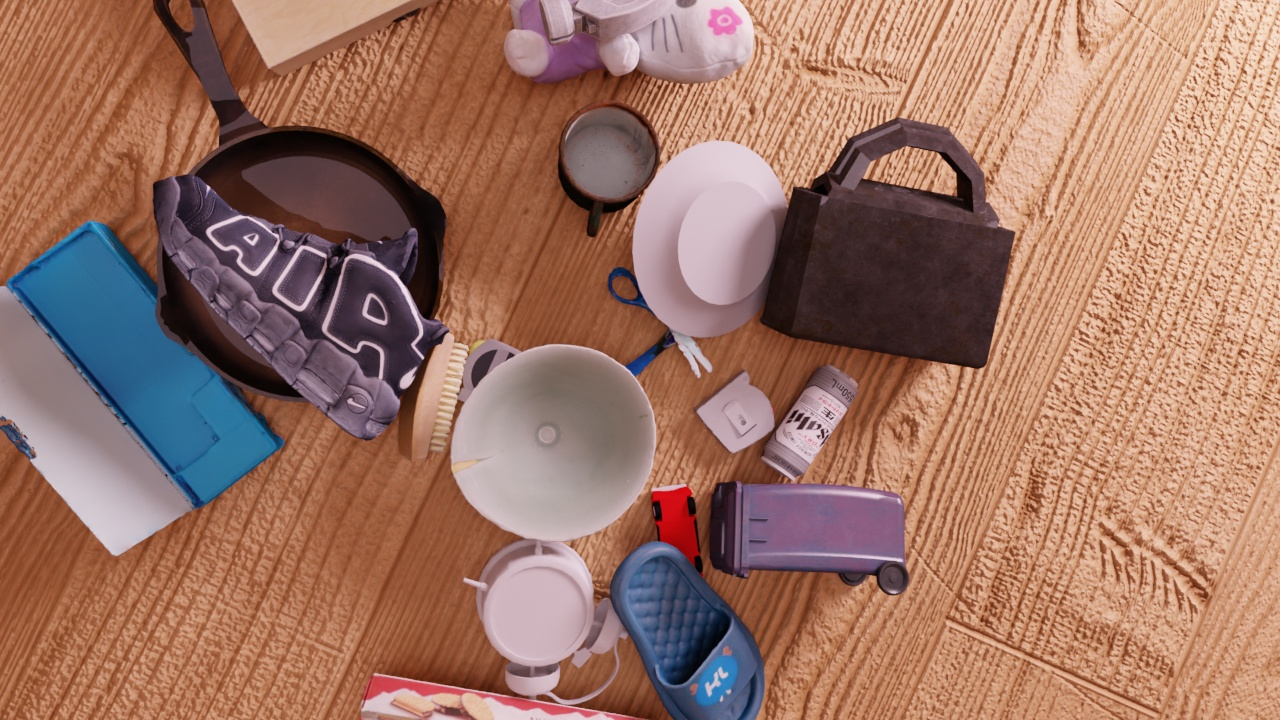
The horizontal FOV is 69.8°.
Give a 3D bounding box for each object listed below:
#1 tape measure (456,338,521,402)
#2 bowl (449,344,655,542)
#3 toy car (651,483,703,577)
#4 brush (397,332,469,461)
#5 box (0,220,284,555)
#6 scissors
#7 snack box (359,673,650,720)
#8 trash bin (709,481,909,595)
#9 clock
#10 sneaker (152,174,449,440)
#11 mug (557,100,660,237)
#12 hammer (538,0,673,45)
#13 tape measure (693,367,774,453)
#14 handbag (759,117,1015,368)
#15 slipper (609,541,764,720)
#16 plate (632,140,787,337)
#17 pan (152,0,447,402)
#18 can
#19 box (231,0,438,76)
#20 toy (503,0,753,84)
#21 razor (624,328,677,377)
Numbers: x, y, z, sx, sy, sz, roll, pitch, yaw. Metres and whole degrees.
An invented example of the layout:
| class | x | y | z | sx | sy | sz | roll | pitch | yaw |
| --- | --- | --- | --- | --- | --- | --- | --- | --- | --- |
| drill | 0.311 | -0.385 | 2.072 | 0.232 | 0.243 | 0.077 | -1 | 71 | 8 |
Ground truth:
| class | x | y | z | sx | sy | sz | roll | pitch | yaw |
| --- | --- | --- | --- | --- | --- | --- | --- | --- | --- |
| tape measure | -0.130 | 0.017 | 0.823 | 0.064 | 0.017 | 0.065 | 23 | 88 | -7 |
| bowl | -0.078 | 0.067 | 0.803 | 0.174 | 0.068 | 0.174 | -2 | 98 | -13 |
| toy car | 0.033 | 0.161 | 0.842 | 0.038 | 0.025 | 0.089 | -7 | 94 | -8 |
| brush | -0.182 | 0.030 | 0.803 | 0.039 | 0.049 | 0.117 | 16 | 88 | -30 |
| box | -0.440 | 0.024 | 0.760 | 0.166 | 0.075 | 0.243 | -41 | 96 | -34 |
| scissors | 0.022 | -0.037 | 0.833 | 0.073 | 0.016 | 0.134 | -26 | 84 | -8 |
| snack box | -0.106 | 0.330 | 0.802 | 0.273 | 0.044 | 0.077 | 11 | 125 | -6 |
| trash bin | 0.146 | 0.157 | 0.822 | 0.160 | 0.094 | 0.092 | 4 | 81 | -9 |
| clock | -0.081 | 0.231 | 0.816 | 0.120 | 0.061 | 0.159 | -33 | 99 | -6 |
| sneaker | -0.250 | -0.071 | 0.720 | 0.150 | 0.097 | 0.252 | -43 | 103 | -7 |
| mug | -0.033 | -0.160 | 0.799 | 0.085 | 0.081 | 0.111 | 12 | 89 | -7 |
| hammer | -0.056 | -0.408 | 0.768 | 0.126 | 0.036 | 0.315 | -16 | 73 | -7 |
| tape measure | 0.090 | 0.049 | 0.849 | 0.060 | 0.020 | 0.062 | -39 | 95 | -5 |
| handbag | 0.223 | -0.113 | 0.820 | 0.197 | 0.102 | 0.199 | 10 | 106 | -7 |
| slipper | 0.050 | 0.252 | 0.814 | 0.103 | 0.059 | 0.214 | -36 | 109 | -20 |
| plate | 0.072 | -0.104 | 0.804 | 0.172 | 0.019 | 0.173 | -9 | 108 | -31 |
| pan | -0.307 | -0.139 | 0.770 | 0.248 | 0.043 | 0.356 | -24 | 100 | -5 |
| can | 0.156 | 0.057 | 0.845 | 0.044 | 0.044 | 0.106 | 35 | 87 | -6 |
| box | -0.256 | -0.408 | 0.776 | 0.247 | 0.076 | 0.257 | -27 | 88 | -2 |
| toy | -0.011 | -0.286 | 0.792 | 0.209 | 0.086 | 0.137 | -4 | 58 | 0 |
| razor | -0.005 | 0.005 | 0.838 | 0.141 | 0.018 | 0.044 | -41 | 95 | -5 |
